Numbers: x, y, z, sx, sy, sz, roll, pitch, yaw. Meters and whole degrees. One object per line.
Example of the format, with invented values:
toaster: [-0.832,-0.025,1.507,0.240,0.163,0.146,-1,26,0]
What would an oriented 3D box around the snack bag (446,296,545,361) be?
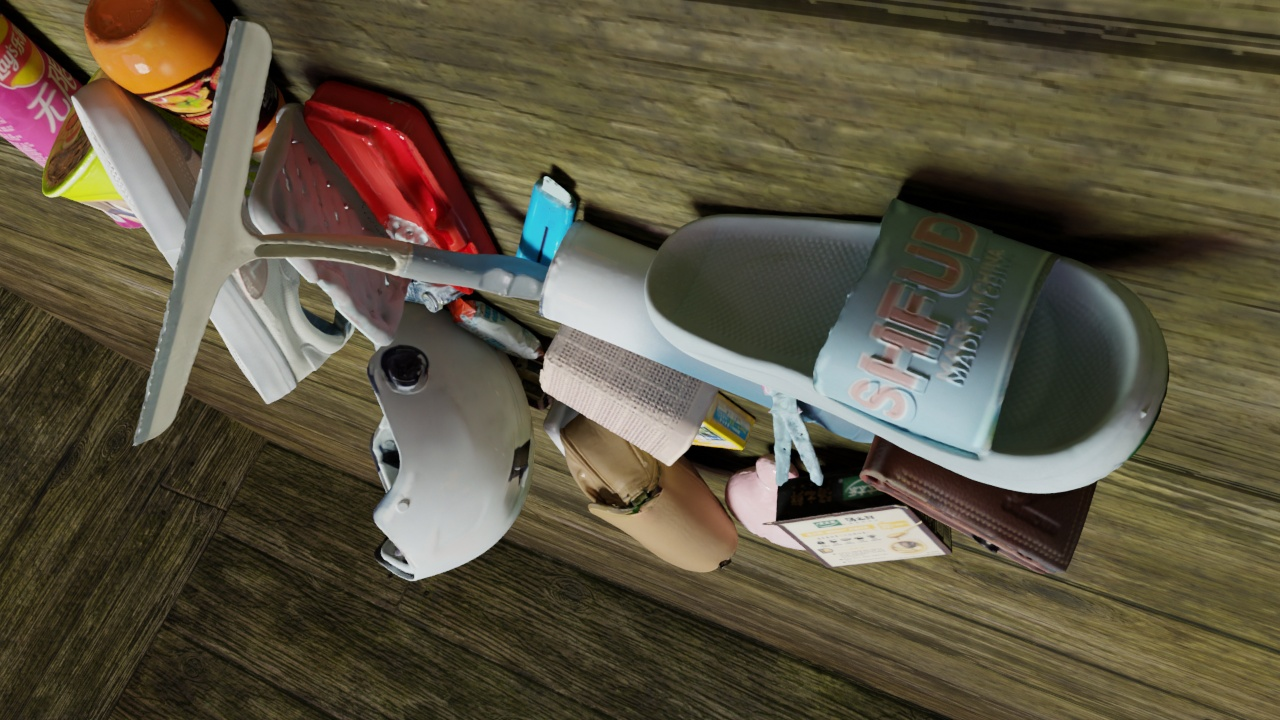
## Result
snack bag: [-0.124,-0.027,0.794,0.104,0.026,0.048,32,167,-23]

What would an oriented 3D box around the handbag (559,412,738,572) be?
handbag: [0.006,0.126,0.894,0.204,0.100,0.147,43,-174,-43]

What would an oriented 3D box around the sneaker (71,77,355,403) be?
sneaker: [-0.257,-0.078,0.589,0.089,0.090,0.242,38,155,36]

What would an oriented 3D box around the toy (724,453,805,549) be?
toy: [0.142,0.133,0.865,0.121,0.054,0.160,22,153,4]

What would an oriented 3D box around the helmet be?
helmet: [-0.173,0.064,0.840,0.145,0.258,0.230,-2,154,-17]

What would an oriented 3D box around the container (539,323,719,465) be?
container: [-0.004,0.004,0.632,0.111,0.089,0.090,27,162,0]

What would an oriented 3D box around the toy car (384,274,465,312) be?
toy car: [-0.170,-0.064,0.729,0.091,0.042,0.034,15,127,41]

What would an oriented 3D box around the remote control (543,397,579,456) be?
remote control: [-0.069,0.069,0.947,0.020,0.055,0.136,20,162,17]

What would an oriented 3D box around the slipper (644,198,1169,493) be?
slipper: [0.098,-0.026,0.404,0.246,0.104,0.074,19,161,37]

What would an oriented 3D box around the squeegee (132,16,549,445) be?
squeegee: [-0.144,-0.058,0.539,0.246,0.247,0.039,2,-143,-41]

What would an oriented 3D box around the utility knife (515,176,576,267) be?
utility knife: [-0.061,-0.078,0.584,0.034,0.018,0.160,26,161,-3]

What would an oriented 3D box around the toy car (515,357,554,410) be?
toy car: [-0.101,0.021,0.888,0.042,0.035,0.090,22,160,5]

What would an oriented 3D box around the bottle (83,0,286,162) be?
bottle: [-0.245,-0.158,0.533,0.067,0.066,0.149,18,168,19]

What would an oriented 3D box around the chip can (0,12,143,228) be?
chip can: [-0.443,-0.184,0.689,0.071,0.071,0.210,17,161,21]

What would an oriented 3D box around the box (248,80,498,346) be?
box: [-0.167,-0.076,0.591,0.095,0.101,0.201,20,162,15]

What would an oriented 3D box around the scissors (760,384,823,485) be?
scissors: [0.070,0.020,0.512,0.084,0.017,0.138,7,126,14]

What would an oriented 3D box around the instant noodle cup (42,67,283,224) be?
instant noodle cup: [-0.320,-0.133,0.633,0.112,0.111,0.123,7,163,43]

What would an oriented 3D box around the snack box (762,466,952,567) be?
snack box: [0.179,0.128,0.751,0.113,0.053,0.125,-15,140,32]

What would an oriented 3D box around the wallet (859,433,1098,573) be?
wallet: [0.182,0.043,0.482,0.124,0.101,0.032,27,160,-8]

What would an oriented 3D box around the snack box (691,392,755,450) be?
snack box: [0.018,0.029,0.764,0.140,0.033,0.087,37,158,-30]

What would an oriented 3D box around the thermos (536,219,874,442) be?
thermos: [0.051,-0.015,0.545,0.220,0.070,0.070,23,162,5]
